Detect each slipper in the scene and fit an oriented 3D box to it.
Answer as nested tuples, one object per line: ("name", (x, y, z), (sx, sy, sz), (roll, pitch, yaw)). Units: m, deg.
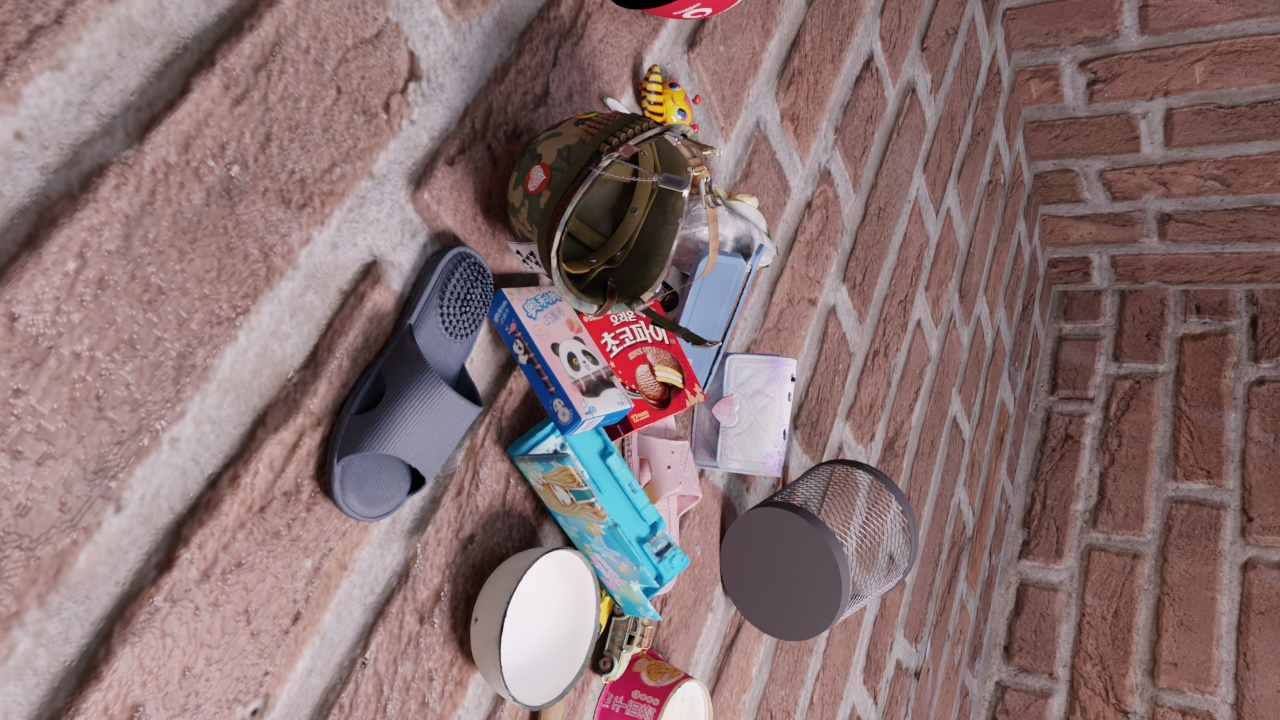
("slipper", (0.032, 0.159, 1.096), (0.094, 0.065, 0.239), (7, 81, -54))
("slipper", (-0.170, 0.018, 0.782), (0.101, 0.083, 0.263), (50, 52, -48))

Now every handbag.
("handbag", (0.135, 0.068, 1.203), (0.069, 0.127, 0.158), (14, 82, -53))
("handbag", (0.082, -0.166, 1.127), (0.171, 0.113, 0.123), (16, 70, -55))

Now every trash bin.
("trash bin", (0.255, 0.274, 1.329), (0.226, 0.218, 0.218), (-13, 103, -51))

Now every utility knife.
("utility knife", (-0.012, 0.230, 1.097), (0.030, 0.019, 0.227), (70, 36, -44))

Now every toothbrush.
("toothbrush", (0.007, -0.262, 1.089), (0.189, 0.016, 0.017), (28, 79, -54))

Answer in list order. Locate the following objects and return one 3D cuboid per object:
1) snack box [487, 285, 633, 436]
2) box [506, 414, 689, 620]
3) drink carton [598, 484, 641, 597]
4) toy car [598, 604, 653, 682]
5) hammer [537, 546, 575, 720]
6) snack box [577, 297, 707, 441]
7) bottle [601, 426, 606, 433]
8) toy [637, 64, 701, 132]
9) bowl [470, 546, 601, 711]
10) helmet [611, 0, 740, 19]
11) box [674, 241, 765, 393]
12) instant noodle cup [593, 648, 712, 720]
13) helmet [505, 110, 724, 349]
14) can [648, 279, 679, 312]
("snack box", (-0.078, -0.003, 0.888), (0.087, 0.033, 0.154), (-12, 64, -56))
("box", (-0.025, 0.159, 0.914), (0.097, 0.117, 0.227), (-38, 110, -15))
("drink carton", (-0.021, 0.198, 1.029), (0.058, 0.041, 0.122), (167, -72, -82))
("toy car", (-0.013, 0.320, 1.060), (0.047, 0.047, 0.111), (46, 57, -66))
("hammer", (-0.086, 0.344, 0.975), (0.132, 0.040, 0.305), (30, 66, -50))
("snack box", (-0.006, 0.006, 1.016), (0.151, 0.036, 0.132), (-18, 80, -55))
("bottle", (-0.045, 0.059, 1.004), (0.112, 0.047, 0.047), (-18, 107, -55))
("toy", (0.031, -0.307, 1.097), (0.103, 0.046, 0.084), (19, 82, -52))
("bowl", (-0.110, 0.254, 0.895), (0.153, 0.073, 0.153), (-4, 95, -56))
("helmet", (0.036, -0.498, 0.955), (0.271, 0.198, 0.223), (59, 46, -28))
("box", (0.090, -0.042, 1.106), (0.121, 0.047, 0.210), (-12, 133, -41))
("instant noodle cup", (0.022, 0.445, 1.103), (0.178, 0.078, 0.178), (-5, 96, -56))
("helmet", (-0.015, -0.134, 0.865), (0.223, 0.236, 0.193), (-53, 158, -54))
("can", (0.016, -0.086, 1.098), (0.080, 0.032, 0.031), (36, 62, -51))
